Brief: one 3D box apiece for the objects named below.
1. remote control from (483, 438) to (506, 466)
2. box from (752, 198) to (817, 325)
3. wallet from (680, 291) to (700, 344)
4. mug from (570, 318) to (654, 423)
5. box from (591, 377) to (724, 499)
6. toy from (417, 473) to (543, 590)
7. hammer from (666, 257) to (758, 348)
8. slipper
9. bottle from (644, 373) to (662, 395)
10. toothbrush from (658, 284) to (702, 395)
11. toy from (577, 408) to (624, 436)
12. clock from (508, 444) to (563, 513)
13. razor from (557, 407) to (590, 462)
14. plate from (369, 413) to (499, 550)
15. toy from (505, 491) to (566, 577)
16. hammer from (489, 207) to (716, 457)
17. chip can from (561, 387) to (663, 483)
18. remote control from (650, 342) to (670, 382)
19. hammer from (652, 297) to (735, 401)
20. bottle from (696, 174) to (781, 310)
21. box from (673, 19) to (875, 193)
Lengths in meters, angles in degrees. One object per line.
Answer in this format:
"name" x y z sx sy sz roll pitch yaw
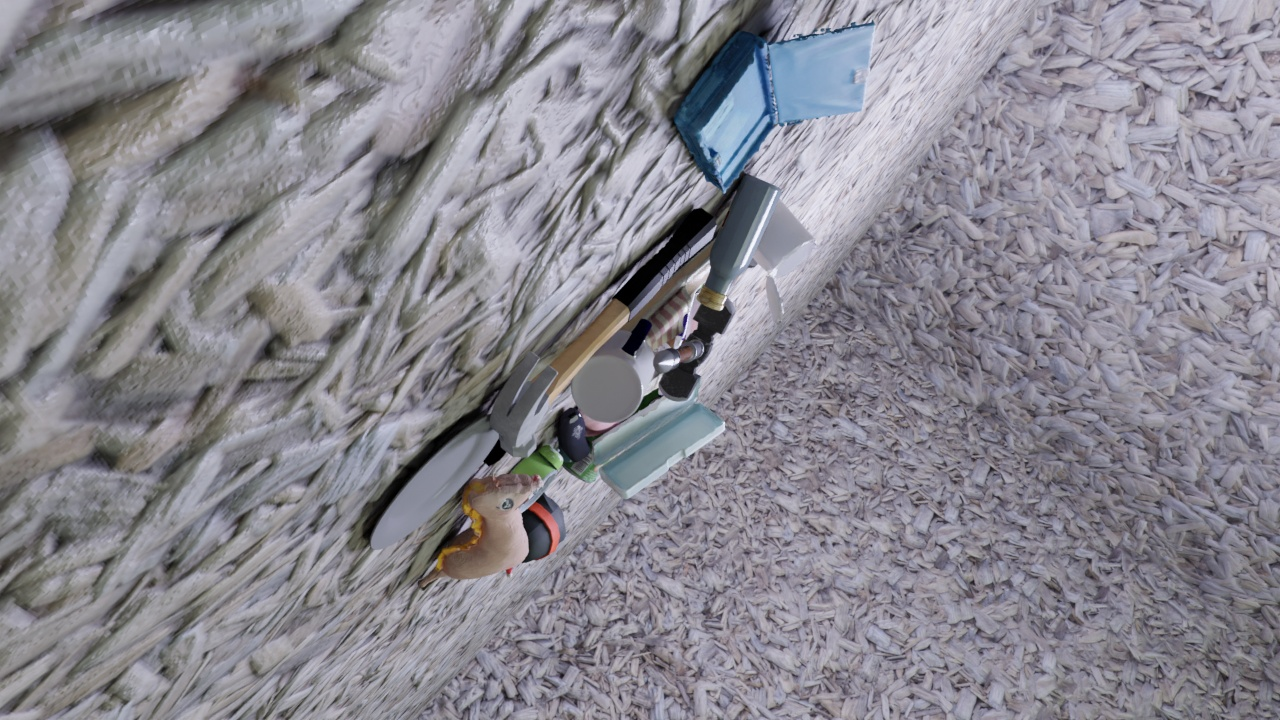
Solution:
"remote control" -0.122 0.056 1.018 0.150 0.013 0.034 -50 175 10
"box" 0.173 -0.134 1.195 0.118 0.160 0.085 -35 162 -15
"wallet" 0.067 -0.037 1.315 0.072 0.019 0.123 -21 119 -71
"mug" -0.021 0.003 1.020 0.112 0.078 0.096 -59 -179 20
"box" 0.021 0.099 1.334 0.198 0.086 0.096 -32 131 -24
"toy" -0.206 0.217 1.143 0.196 0.065 0.265 -20 154 -10
"hammer" 0.102 -0.089 1.403 0.329 0.052 0.097 -50 172 30
"slipper" 0.042 -0.067 1.167 0.262 0.052 0.115 -45 172 -23
"bottle" -0.008 0.021 1.272 0.063 0.063 0.108 -53 169 25
"toothbrush" 0.057 -0.040 1.267 0.016 0.015 0.187 -10 118 -74
"toy" -0.050 0.073 1.305 0.093 0.050 0.102 -29 165 -6
"clock" -0.150 0.162 1.248 0.119 0.042 0.095 -39 168 -45
"razor" -0.092 0.100 1.251 0.047 0.052 0.143 -36 163 -17
"plate" -0.199 0.114 0.898 0.178 0.012 0.178 -47 171 -10
"toy" -0.168 0.252 1.356 0.098 0.099 0.119 -51 173 32
"hammer" -0.030 -0.041 0.932 0.327 0.039 0.131 -48 168 -25
"chip can" -0.033 0.086 1.387 0.223 0.075 0.075 -50 171 11
"remote control" -0.007 0.007 1.215 0.138 0.060 0.026 -39 171 -46
"hammer" 0.049 -0.007 1.076 0.156 0.043 0.322 -62 172 9
"bottle" 0.114 -0.139 1.098 0.161 0.046 0.072 -66 167 12
"box" 0.113 -0.226 0.798 0.173 0.066 0.231 -29 174 8
